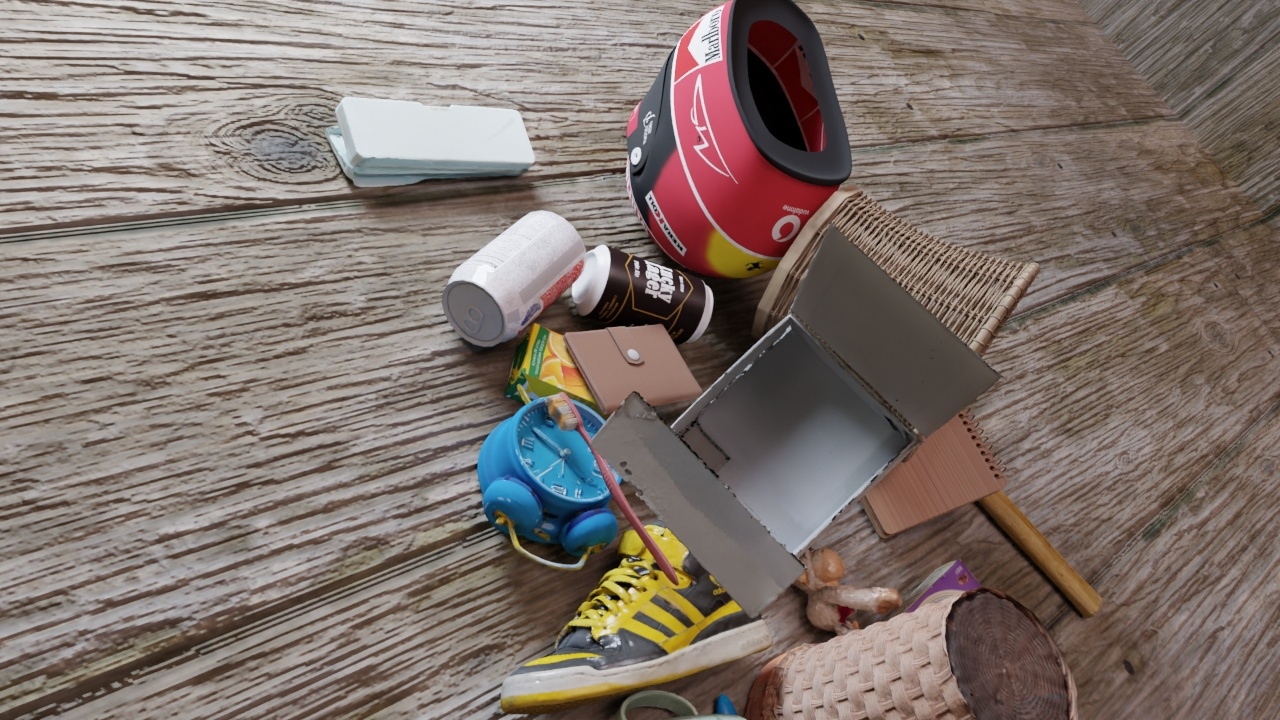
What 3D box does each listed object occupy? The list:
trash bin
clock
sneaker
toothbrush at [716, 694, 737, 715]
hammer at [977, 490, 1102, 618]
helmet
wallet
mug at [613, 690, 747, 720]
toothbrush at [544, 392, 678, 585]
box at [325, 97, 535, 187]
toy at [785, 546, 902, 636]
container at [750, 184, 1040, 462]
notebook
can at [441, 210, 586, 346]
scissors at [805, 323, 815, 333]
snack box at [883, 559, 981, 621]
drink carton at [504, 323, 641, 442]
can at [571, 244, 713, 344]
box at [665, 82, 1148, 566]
[{"bbox_3d":[0.198,0.267,0.697,0.151,0.211,0.151,18,49,-22],"label":"trash bin"},{"bbox_3d":[-0.069,0.099,0.741,0.116,0.060,0.161,21,43,-22],"label":"clock"},{"bbox_3d":[-0.006,0.187,0.701,0.238,0.086,0.122,1,64,-40],"label":"sneaker"},{"bbox_3d":[0.082,0.328,0.711,0.022,0.017,0.135,4,53,-33],"label":"toothbrush"},{"bbox_3d":[0.408,0.160,1.059,0.330,0.033,0.131,48,43,4],"label":"hammer"},{"bbox_3d":[0.089,-0.218,0.974,0.197,0.225,0.270,4,68,-36],"label":"helmet"},{"bbox_3d":[-0.005,0.005,0.833,0.120,0.013,0.087,-7,59,-42],"label":"wallet"},{"bbox_3d":[0.030,0.286,0.665,0.103,0.084,0.111,6,29,-45],"label":"mug"},{"bbox_3d":[-0.023,0.097,0.707,0.015,0.015,0.184,-13,57,-39],"label":"toothbrush"},{"bbox_3d":[-0.198,-0.212,0.897,0.198,0.071,0.085,-11,46,-42],"label":"box"},{"bbox_3d":[0.180,0.209,0.840,0.106,0.074,0.085,36,8,22],"label":"toy"},{"bbox_3d":[0.247,-0.046,0.922,0.196,0.227,0.226,35,41,18],"label":"container"},{"bbox_3d":[0.285,0.069,1.000,0.169,0.022,0.210,-17,67,-18],"label":"notebook"},{"bbox_3d":[-0.113,-0.075,0.833,0.078,0.078,0.135,42,44,-1],"label":"can"},{"bbox_3d":[0.212,-0.101,1.128,0.225,0.016,0.225,-5,59,-37],"label":"scissors"},{"bbox_3d":[0.297,0.287,0.860,0.143,0.041,0.148,-30,77,-36],"label":"snack box"},{"bbox_3d":[-0.054,0.023,0.827,0.122,0.041,0.058,25,47,-19],"label":"drink carton"},{"bbox_3d":[0.002,-0.064,0.909,0.128,0.072,0.071,16,50,-25],"label":"can"},{"bbox_3d":[0.192,-0.009,0.750,0.167,0.414,0.149,46,39,13],"label":"box"}]
